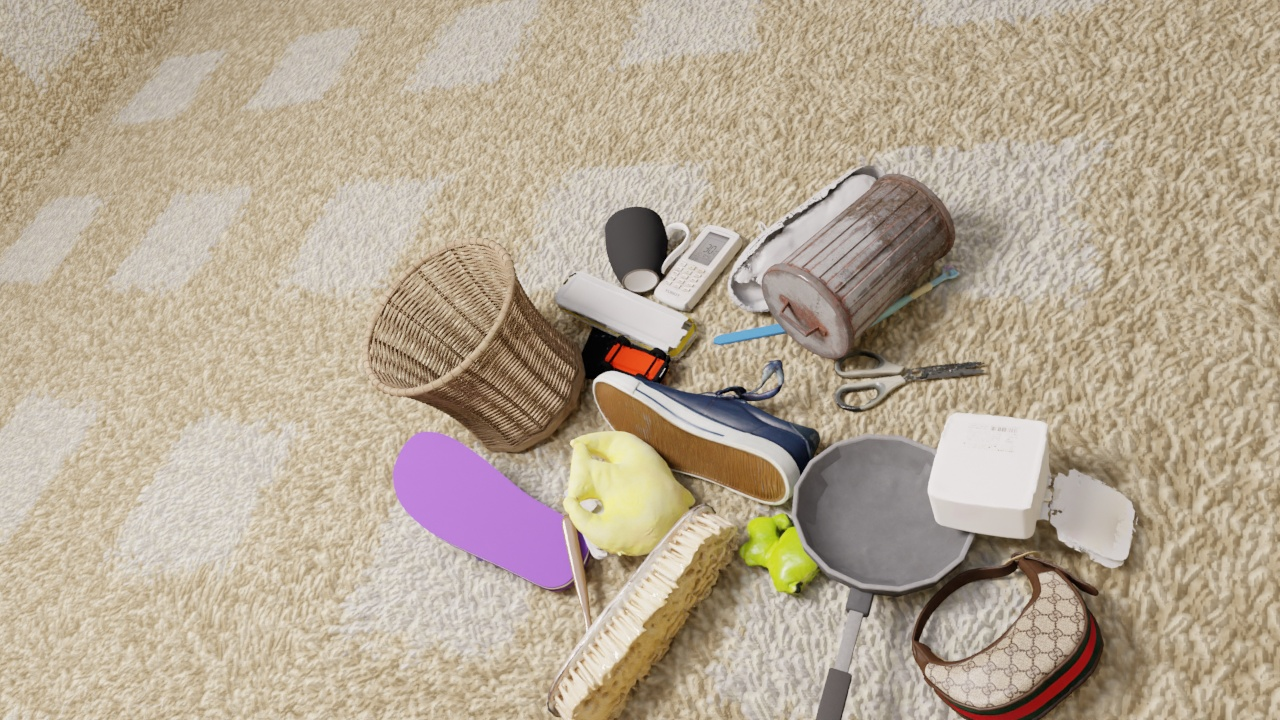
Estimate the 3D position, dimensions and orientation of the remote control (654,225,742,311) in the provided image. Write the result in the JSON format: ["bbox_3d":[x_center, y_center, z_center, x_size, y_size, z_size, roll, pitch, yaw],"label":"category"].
[{"bbox_3d":[0.079,-0.126,1.245,0.060,0.025,0.138,26,70,38],"label":"remote control"}]

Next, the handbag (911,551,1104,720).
[{"bbox_3d":[0.327,0.243,0.827,0.166,0.063,0.138,-40,38,-1],"label":"handbag"}]

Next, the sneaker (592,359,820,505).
[{"bbox_3d":[0.078,0.060,1.073,0.295,0.121,0.127,19,44,33],"label":"sneaker"}]

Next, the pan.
[{"bbox_3d":[0.210,0.225,0.875,0.179,0.041,0.356,11,54,21],"label":"pan"}]

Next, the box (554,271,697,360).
[{"bbox_3d":[-0.022,-0.063,1.225,0.210,0.033,0.064,24,65,29],"label":"box"}]

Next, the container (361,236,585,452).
[{"bbox_3d":[-0.202,-0.008,1.172,0.227,0.196,0.226,-17,51,23],"label":"container"}]

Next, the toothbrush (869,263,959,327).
[{"bbox_3d":[0.308,-0.069,1.094,0.155,0.016,0.022,-31,56,2],"label":"toothbrush"}]

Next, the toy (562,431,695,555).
[{"bbox_3d":[-0.011,0.149,1.017,0.170,0.155,0.065,-87,21,-51],"label":"toy"}]

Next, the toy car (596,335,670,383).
[{"bbox_3d":[-0.007,0.007,1.174,0.100,0.049,0.051,19,65,36],"label":"toy car"}]

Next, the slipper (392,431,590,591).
[{"bbox_3d":[-0.178,0.192,1.110,0.266,0.084,0.107,27,72,16],"label":"slipper"}]

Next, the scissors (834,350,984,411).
[{"bbox_3d":[0.296,0.026,1.032,0.170,0.012,0.131,24,71,35],"label":"scissors"}]

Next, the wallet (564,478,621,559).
[{"bbox_3d":[-0.034,0.171,1.058,0.086,0.032,0.116,-11,42,-25],"label":"wallet"}]

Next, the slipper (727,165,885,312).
[{"bbox_3d":[0.210,-0.155,1.171,0.246,0.074,0.112,-42,79,-4],"label":"slipper"}]

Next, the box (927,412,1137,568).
[{"bbox_3d":[0.367,0.118,0.855,0.190,0.083,0.110,17,56,19],"label":"box"}]

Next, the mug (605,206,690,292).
[{"bbox_3d":[0.012,-0.151,1.264,0.119,0.085,0.100,-11,56,7],"label":"mug"}]

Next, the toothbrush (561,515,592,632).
[{"bbox_3d":[-0.065,0.251,1.017,0.016,0.016,0.166,-14,64,-2],"label":"toothbrush"}]

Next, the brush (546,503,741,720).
[{"bbox_3d":[0.005,0.267,0.951,0.057,0.083,0.270,29,72,38],"label":"brush"}]

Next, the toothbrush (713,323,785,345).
[{"bbox_3d":[0.170,-0.041,1.145,0.167,0.014,0.016,-11,52,21],"label":"toothbrush"}]

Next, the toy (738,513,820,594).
[{"bbox_3d":[0.149,0.201,0.961,0.094,0.036,0.094,-4,48,31],"label":"toy"}]

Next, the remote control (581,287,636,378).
[{"bbox_3d":[-0.046,-0.039,1.249,0.041,0.020,0.151,5,58,29],"label":"remote control"}]

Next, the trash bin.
[{"bbox_3d":[0.247,-0.106,1.062,0.210,0.131,0.131,-41,48,-17],"label":"trash bin"}]
